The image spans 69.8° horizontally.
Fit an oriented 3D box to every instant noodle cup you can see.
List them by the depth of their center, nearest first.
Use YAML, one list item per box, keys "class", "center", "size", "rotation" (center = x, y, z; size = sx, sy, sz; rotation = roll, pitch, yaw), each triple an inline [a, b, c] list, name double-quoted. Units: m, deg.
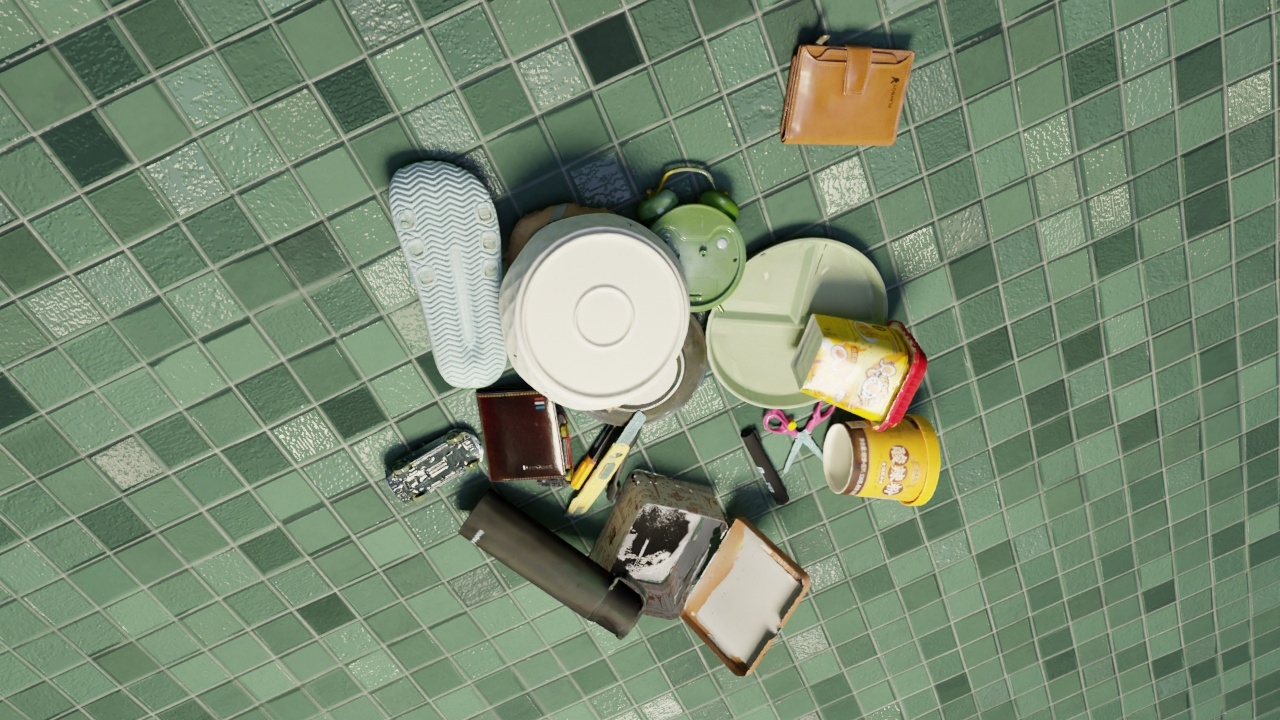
- class: "instant noodle cup"
  center: [0.252, 0.006, 1.082]
  size: [0.123, 0.116, 0.116]
  rotation: [16, 115, -8]
- class: "instant noodle cup"
  center: [0.307, 0.127, 1.185]
  size: [0.114, 0.118, 0.119]
  rotation: [3, 118, -11]

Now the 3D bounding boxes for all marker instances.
- class: "marker"
  center: [-0.055, 0.112, 1.152]
  size: [0.015, 0.018, 0.124]
  rotation: [22, 111, -28]
- class: "marker"
  center: [0.166, 0.141, 1.218]
  size: [0.022, 0.020, 0.132]
  rotation: [-34, 120, -8]

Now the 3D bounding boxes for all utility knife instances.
- class: "utility knife"
  center: [-0.044, 0.132, 1.148]
  size: [0.031, 0.021, 0.209]
  rotation: [8, 127, -33]

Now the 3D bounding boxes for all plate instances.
- class: "plate"
  center: [-0.042, -0.047, 0.941]
  size: [0.204, 0.045, 0.205]
  rotation: [-3, 102, -15]
- class: "plate"
  center: [-0.006, 0.006, 1.069]
  size: [0.179, 0.024, 0.180]
  rotation: [-4, 120, -8]
- class: "plate"
  center: [0.188, -0.045, 1.114]
  size: [0.230, 0.027, 0.230]
  rotation: [-5, 120, -9]

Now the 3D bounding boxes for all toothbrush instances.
- class: "toothbrush"
  center: [-0.012, 0.089, 1.146]
  size: [0.026, 0.027, 0.213]
  rotation: [28, 119, 22]

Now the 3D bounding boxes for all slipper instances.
- class: "slipper"
  center: [-0.196, -0.091, 0.972]
  size: [0.104, 0.074, 0.245]
  rotation: [-12, 104, -13]

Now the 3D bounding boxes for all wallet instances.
- class: "wallet"
  center: [0.221, -0.290, 0.984]
  size: [0.130, 0.035, 0.119]
  rotation: [-2, 125, -12]
- class: "wallet"
  center: [-0.143, 0.089, 1.098]
  size: [0.096, 0.020, 0.122]
  rotation: [-2, 113, 9]

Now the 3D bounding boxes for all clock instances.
- class: "clock"
  center: [0.053, -0.130, 1.005]
  size: [0.116, 0.056, 0.161]
  rotation: [-1, 99, -13]

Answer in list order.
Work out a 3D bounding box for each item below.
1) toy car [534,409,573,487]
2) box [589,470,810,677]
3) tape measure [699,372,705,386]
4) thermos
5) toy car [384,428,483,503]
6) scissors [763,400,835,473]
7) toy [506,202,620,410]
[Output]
- class: "toy car"
  center: [-0.109, 0.106, 1.126]
  size: [0.049, 0.031, 0.106]
  rotation: [-1, 113, 8]
- class: "box"
  center: [0.070, 0.273, 1.202]
  size: [0.271, 0.132, 0.180]
  rotation: [28, 112, 5]
- class: "tape measure"
  center: [0.051, 0.014, 1.117]
  size: [0.054, 0.025, 0.058]
  rotation: [-1, 123, -14]
- class: "thermos"
  center: [-0.101, 0.245, 1.131]
  size: [0.242, 0.068, 0.090]
  rotation: [33, 120, -1]
- class: "toy car"
  center: [-0.248, 0.124, 1.107]
  size: [0.120, 0.037, 0.054]
  rotation: [-29, 121, -7]
- class: "scissors"
  center: [0.217, 0.092, 1.205]
  size: [0.131, 0.017, 0.133]
  rotation: [-42, 123, 9]
- class: "toy"
  center: [-0.074, -0.055, 0.993]
  size: [0.143, 0.082, 0.226]
  rotation: [-8, 102, 7]
